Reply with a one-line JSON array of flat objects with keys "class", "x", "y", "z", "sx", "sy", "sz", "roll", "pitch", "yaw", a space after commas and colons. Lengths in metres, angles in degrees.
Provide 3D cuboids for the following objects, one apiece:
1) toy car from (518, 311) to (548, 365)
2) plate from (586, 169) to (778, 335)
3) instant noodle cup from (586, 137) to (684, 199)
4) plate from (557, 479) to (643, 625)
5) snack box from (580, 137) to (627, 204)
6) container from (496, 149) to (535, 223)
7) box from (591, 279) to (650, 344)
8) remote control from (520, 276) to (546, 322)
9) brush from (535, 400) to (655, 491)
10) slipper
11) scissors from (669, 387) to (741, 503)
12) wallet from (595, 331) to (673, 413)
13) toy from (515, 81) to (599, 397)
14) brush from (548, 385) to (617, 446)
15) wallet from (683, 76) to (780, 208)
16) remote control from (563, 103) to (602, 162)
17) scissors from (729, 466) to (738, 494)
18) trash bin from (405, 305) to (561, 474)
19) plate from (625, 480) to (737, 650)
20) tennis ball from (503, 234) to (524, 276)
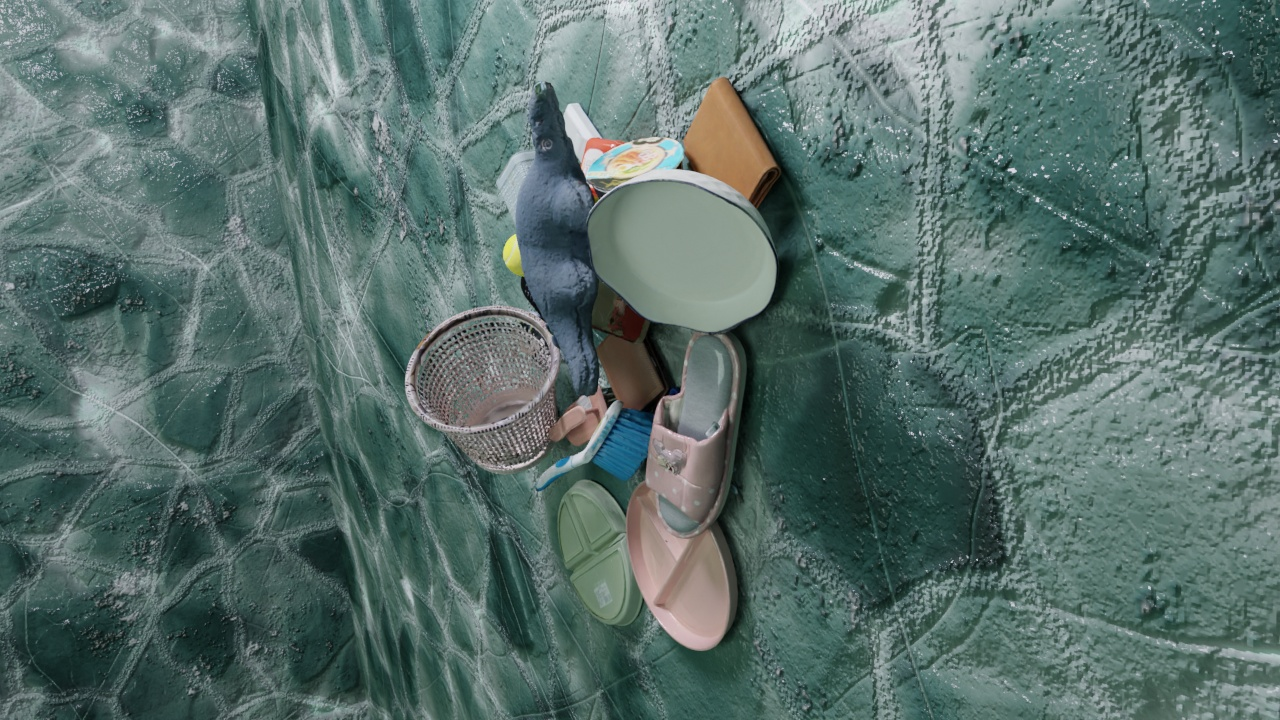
[{"class": "toy car", "x": -0.162, "y": -0.035, "z": 1.430, "sx": 0.043, "sy": 0.034, "sz": 0.091, "roll": 29, "pitch": 138, "yaw": 46}, {"class": "plate", "x": 0.046, "y": -0.115, "z": 0.957, "sx": 0.205, "sy": 0.205, "sz": 0.045, "roll": -53, "pitch": 12, "yaw": 51}, {"class": "instant noodle cup", "x": 0.011, "y": -0.171, "z": 1.028, "sx": 0.111, "sy": 0.111, "sz": 0.120, "roll": 36, "pitch": 155, "yaw": 48}, {"class": "plate", "x": -0.068, "y": 0.295, "z": 1.401, "sx": 0.230, "sy": 0.027, "sz": 0.230, "roll": 28, "pitch": 124, "yaw": 52}, {"class": "snack box", "x": -0.033, "y": -0.227, "z": 1.115, "sx": 0.091, "sy": 0.081, "sz": 0.080, "roll": 28, "pitch": 114, "yaw": 53}, {"class": "container", "x": -0.131, "y": -0.221, "z": 1.266, "sx": 0.090, "sy": 0.090, "sz": 0.111, "roll": -37, "pitch": 72, "yaw": 57}, {"class": "box", "x": -0.058, "y": -0.082, "z": 1.179, "sx": 0.168, "sy": 0.076, "sz": 0.091, "roll": 21, "pitch": 92, "yaw": 54}, {"class": "remote control", "x": -0.142, "y": -0.091, "z": 1.387, "sx": 0.136, "sy": 0.024, "sz": 0.053, "roll": 47, "pitch": 136, "yaw": 38}, {"class": "brush", "x": -0.063, "y": 0.135, "z": 1.262, "sx": 0.315, "sy": 0.109, "sz": 0.060, "roll": 121, "pitch": 172, "yaw": -55}, {"class": "slipper", "x": 0.059, "y": 0.090, "z": 1.064, "sx": 0.114, "sy": 0.054, "sz": 0.275, "roll": 34, "pitch": 122, "yaw": 40}, {"class": "scissors", "x": 0.081, "y": 0.092, "z": 1.106, "sx": 0.162, "sy": 0.012, "sz": 0.176, "roll": 46, "pitch": 138, "yaw": 40}, {"class": "wallet", "x": -0.007, "y": 0.007, "z": 1.202, "sx": 0.101, "sy": 0.032, "sz": 0.124, "roll": -47, "pitch": 61, "yaw": 49}, {"class": "toy", "x": -0.095, "y": -0.140, "z": 1.074, "sx": 0.138, "sy": 0.091, "sz": 0.356, "roll": -148, "pitch": 49, "yaw": -68}, {"class": "brush", "x": -0.082, "y": 0.085, "z": 1.307, "sx": 0.146, "sy": 0.073, "sz": 0.063, "roll": -35, "pitch": 71, "yaw": 58}, {"class": "wallet", "x": 0.092, "y": -0.211, "z": 0.962, "sx": 0.131, "sy": 0.031, "sz": 0.108, "roll": 66, "pitch": 148, "yaw": 27}, {"class": "remote control", "x": -0.071, "y": -0.283, "z": 1.207, "sx": 0.125, "sy": 0.024, "sz": 0.049, "roll": 58, "pitch": 144, "yaw": 28}, {"class": "scissors", "x": 0.073, "y": 0.136, "z": 1.115, "sx": 0.137, "sy": 0.017, "sz": 0.094, "roll": 35, "pitch": 130, "yaw": 42}, {"class": "trash bin", "x": -0.214, "y": 0.063, "z": 1.378, "sx": 0.227, "sy": 0.227, "sz": 0.192, "roll": 53, "pitch": 165, "yaw": 35}, {"class": "plate", "x": 0.052, "y": 0.262, "z": 1.194, "sx": 0.230, "sy": 0.028, "sz": 0.230, "roll": 26, "pitch": 122, "yaw": 52}, {"class": "tennis ball", "x": -0.173, "y": -0.159, "z": 1.374, "sx": 0.065, "sy": 0.065, "sz": 0.065, "roll": 27, "pitch": 122, "yaw": 52}]
